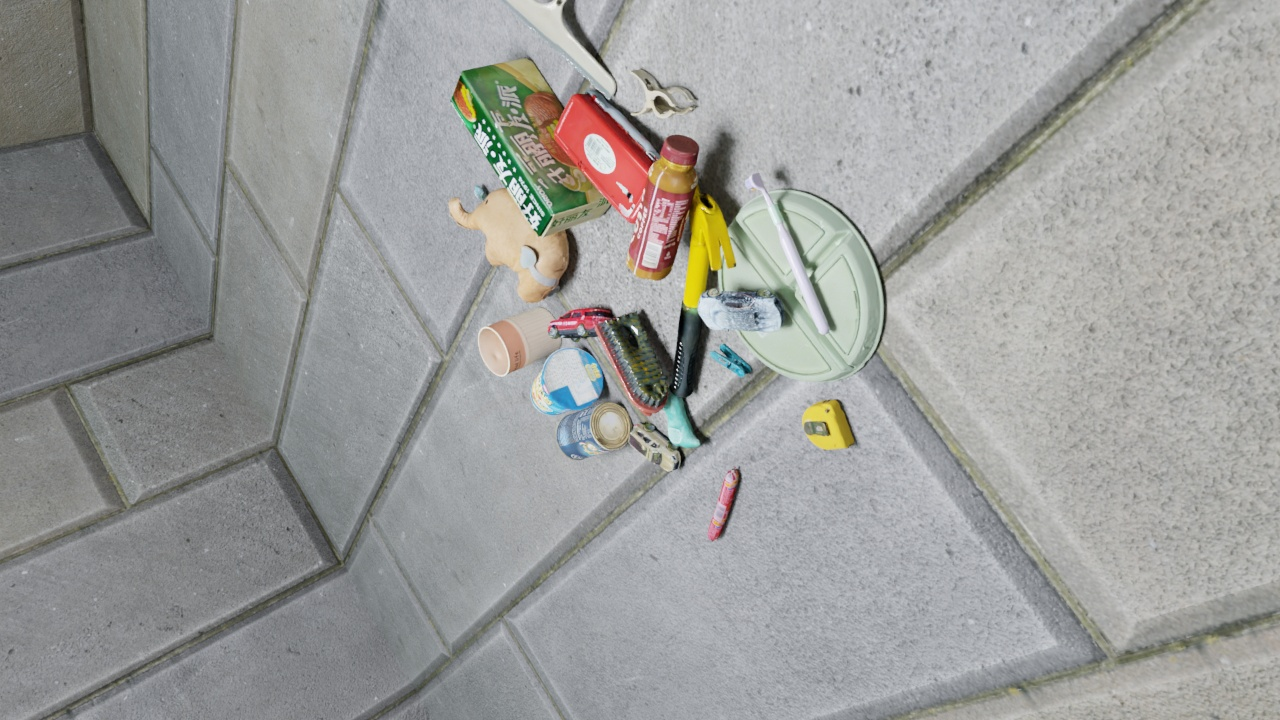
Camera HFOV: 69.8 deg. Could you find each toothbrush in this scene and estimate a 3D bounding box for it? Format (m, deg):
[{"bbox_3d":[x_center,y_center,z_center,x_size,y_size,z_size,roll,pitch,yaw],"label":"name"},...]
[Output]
[{"bbox_3d":[-0.197,-0.188,1.430,0.224,0.026,0.027,52,148,17],"label":"toothbrush"},{"bbox_3d":[0.160,-0.114,0.991,0.021,0.029,0.189,-25,92,17],"label":"toothbrush"}]

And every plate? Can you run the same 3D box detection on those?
[{"bbox_3d":[0.172,-0.078,1.038,0.230,0.027,0.231,29,131,39],"label":"plate"}]

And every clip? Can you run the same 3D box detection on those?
[{"bbox_3d":[0.115,0.001,1.162,0.056,0.041,0.014,38,138,22],"label":"clip"},{"bbox_3d":[0.022,-0.305,1.084,0.098,0.034,0.064,29,132,45],"label":"clip"}]

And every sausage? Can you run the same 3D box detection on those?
[{"bbox_3d":[0.116,0.204,1.284,0.020,0.020,0.156,40,138,29],"label":"sausage"}]

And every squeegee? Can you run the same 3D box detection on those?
[{"bbox_3d":[-0.065,-0.483,1.079,0.246,0.039,0.247,42,136,0],"label":"squeegee"}]

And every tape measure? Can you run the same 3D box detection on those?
[{"bbox_3d":[0.216,0.077,1.076,0.057,0.028,0.060,-13,100,54],"label":"tape measure"}]

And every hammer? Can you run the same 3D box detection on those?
[{"bbox_3d":[0.066,-0.071,1.151,0.128,0.032,0.301,-118,24,-44],"label":"hammer"}]

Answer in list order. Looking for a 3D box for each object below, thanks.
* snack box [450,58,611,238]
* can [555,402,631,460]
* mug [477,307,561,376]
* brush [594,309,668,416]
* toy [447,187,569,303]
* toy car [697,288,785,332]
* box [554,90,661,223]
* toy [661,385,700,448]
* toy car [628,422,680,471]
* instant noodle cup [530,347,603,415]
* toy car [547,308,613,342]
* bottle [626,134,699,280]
[{"bbox_3d":[-0.143,-0.287,1.229,0.240,0.114,0.063,58,144,10],"label":"snack box"},{"bbox_3d":[-0.072,0.109,1.412,0.111,0.075,0.075,-22,93,54],"label":"can"},{"bbox_3d":[-0.197,-0.025,1.459,0.081,0.105,0.115,59,144,7],"label":"mug"},{"bbox_3d":[-0.007,0.007,1.268,0.145,0.063,0.069,64,156,12],"label":"brush"},{"bbox_3d":[-0.194,-0.192,1.367,0.226,0.082,0.144,45,119,21],"label":"toy"},{"bbox_3d":[0.113,-0.055,1.049,0.106,0.031,0.049,4,130,28],"label":"toy car"},{"bbox_3d":[-0.024,-0.257,1.149,0.201,0.068,0.091,51,126,30],"label":"box"},{"bbox_3d":[0.047,0.078,1.288,0.097,0.030,0.092,-4,103,60],"label":"toy"},{"bbox_3d":[0.022,0.129,1.344,0.090,0.035,0.042,36,137,30],"label":"toy car"},{"bbox_3d":[-0.123,0.040,1.427,0.099,0.099,0.110,62,152,2],"label":"instant noodle cup"},{"bbox_3d":[-0.087,-0.052,1.355,0.121,0.052,0.045,-6,79,46],"label":"toy car"},{"bbox_3d":[0.028,-0.175,1.060,0.057,0.057,0.175,43,139,26],"label":"bottle"}]
